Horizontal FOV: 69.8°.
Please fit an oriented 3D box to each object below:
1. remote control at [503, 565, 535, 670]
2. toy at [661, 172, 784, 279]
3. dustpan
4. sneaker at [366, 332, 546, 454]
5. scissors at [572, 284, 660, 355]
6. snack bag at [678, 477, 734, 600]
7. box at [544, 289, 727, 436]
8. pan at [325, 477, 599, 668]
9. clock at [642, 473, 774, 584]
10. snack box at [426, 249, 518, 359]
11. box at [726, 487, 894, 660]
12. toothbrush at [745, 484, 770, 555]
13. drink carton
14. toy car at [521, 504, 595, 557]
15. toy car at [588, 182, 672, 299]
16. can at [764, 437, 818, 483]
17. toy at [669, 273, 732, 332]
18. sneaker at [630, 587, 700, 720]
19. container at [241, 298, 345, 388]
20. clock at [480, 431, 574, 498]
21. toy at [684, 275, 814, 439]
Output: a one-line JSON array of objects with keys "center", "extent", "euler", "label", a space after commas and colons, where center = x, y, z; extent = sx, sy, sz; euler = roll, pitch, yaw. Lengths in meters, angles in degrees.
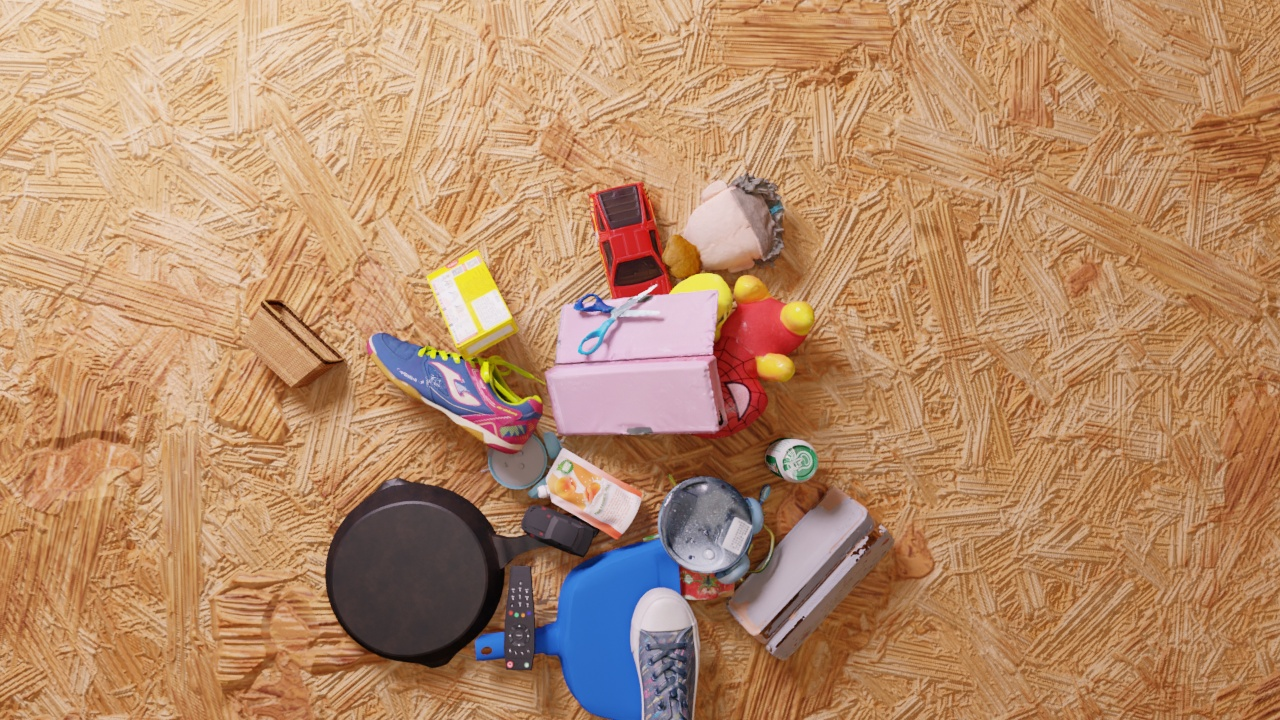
[{"center": [-0.148, 0.317, 1.132], "extent": [0.039, 0.010, 0.124], "euler": [-2, 81, 9], "label": "remote control"}, {"center": [0.107, -0.161, 1.174], "extent": [0.176, 0.076, 0.133], "euler": [-27, 103, -5], "label": "toy"}, {"center": [-0.077, 0.355, 1.158], "extent": [0.257, 0.059, 0.245], "euler": [-4, 88, -13], "label": "dustpan"}, {"center": [-0.227, 0.018, 1.141], "extent": [0.242, 0.116, 0.091], "euler": [32, 96, 9], "label": "sneaker"}, {"center": [-0.034, -0.066, 1.132], "extent": [0.132, 0.015, 0.110], "euler": [-35, 51, 12], "label": "scissors"}, {"center": [0.078, 0.228, 1.183], "extent": [0.087, 0.044, 0.155], "euler": [-3, 82, -2], "label": "snack bag"}, {"center": [-0.012, 0.006, 1.119], "extent": [0.233, 0.059, 0.179], "euler": [-5, 88, 31], "label": "box"}, {"center": [-0.226, 0.255, 1.161], "extent": [0.356, 0.043, 0.248], "euler": [-15, 89, -3], "label": "pan"}, {"center": [0.092, 0.212, 1.139], "extent": [0.162, 0.060, 0.118], "euler": [26, 75, -3], "label": "clock"}, {"center": [-0.209, -0.072, 1.134], "extent": [0.075, 0.025, 0.152], "euler": [-29, 48, -4], "label": "snack box"}, {"center": [0.213, 0.269, 1.174], "extent": [0.216, 0.094, 0.107], "euler": [-47, 67, -2], "label": "box"}, {"center": [0.141, 0.222, 1.192], "extent": [0.021, 0.016, 0.132], "euler": [23, 87, 2], "label": "toothbrush"}, {"center": [-0.065, 0.169, 1.162], "extent": [0.122, 0.039, 0.069], "euler": [32, 78, -12], "label": "drink carton"}, {"center": [-0.103, 0.212, 1.145], "extent": [0.091, 0.036, 0.042], "euler": [25, 79, -8], "label": "toy car"}, {"center": [-0.010, -0.131, 1.179], "extent": [0.081, 0.056, 0.189], "euler": [-14, 92, -2], "label": "toy car"}, {"center": [0.189, 0.125, 1.155], "extent": [0.053, 0.101, 0.053], "euler": [0, 88, -3], "label": "can"}, {"center": [0.070, -0.066, 1.135], "extent": [0.094, 0.041, 0.095], "euler": [27, 78, 42], "label": "toy"}, {"center": [0.037, 0.397, 1.110], "extent": [0.087, 0.079, 0.235], "euler": [-1, 88, -11], "label": "sneaker"}, {"center": [-0.440, -0.018, 1.153], "extent": [0.114, 0.063, 0.061], "euler": [43, 94, -1], "label": "container"}, {"center": [-0.137, 0.131, 1.170], "extent": [0.123, 0.042, 0.087], "euler": [15, 88, 0], "label": "clock"}, {"center": [0.122, 0.006, 1.151], "extent": [0.147, 0.099, 0.216], "euler": [32, 84, 36], "label": "toy"}]
